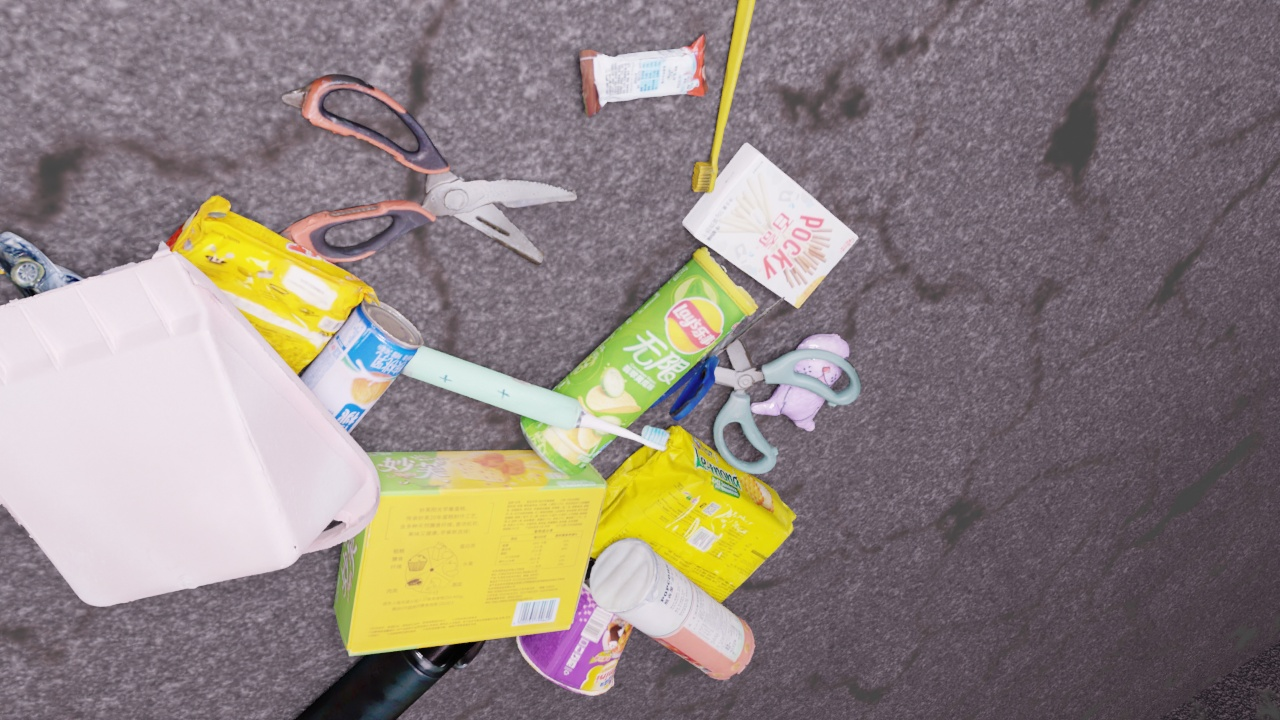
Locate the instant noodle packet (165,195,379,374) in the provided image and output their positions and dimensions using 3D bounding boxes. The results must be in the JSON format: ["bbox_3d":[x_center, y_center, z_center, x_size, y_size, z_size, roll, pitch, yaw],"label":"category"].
[{"bbox_3d":[-0.253,-0.042,0.604,0.111,0.044,0.128,-39,134,22],"label":"instant noodle packet"}]

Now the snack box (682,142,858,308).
[{"bbox_3d":[0.114,-0.112,0.788,0.156,0.027,0.085,27,108,-41],"label":"snack box"}]

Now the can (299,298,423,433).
[{"bbox_3d":[-0.221,0.021,0.672,0.135,0.053,0.053,-48,134,11],"label":"can"}]

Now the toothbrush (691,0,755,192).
[{"bbox_3d":[0.064,-0.213,0.684,0.016,0.015,0.190,-4,126,-21],"label":"toothbrush"}]

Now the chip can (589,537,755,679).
[{"bbox_3d":[0.038,0.249,0.902,0.071,0.071,0.214,-41,133,4],"label":"chip can"}]

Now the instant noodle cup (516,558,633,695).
[{"bbox_3d":[-0.056,0.264,0.936,0.111,0.111,0.099,20,103,-40],"label":"instant noodle cup"}]

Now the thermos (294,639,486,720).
[{"bbox_3d":[-0.253,0.331,0.887,0.242,0.068,0.090,-41,130,4],"label":"thermos"}]

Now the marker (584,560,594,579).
[{"bbox_3d":[-0.094,0.223,0.905,0.124,0.018,0.015,-26,161,21],"label":"marker"}]

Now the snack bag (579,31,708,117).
[{"bbox_3d":[0.005,-0.203,0.649,0.104,0.026,0.048,-16,125,-19],"label":"snack bag"}]

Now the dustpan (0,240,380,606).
[{"bbox_3d":[-0.308,0.053,0.619,0.223,0.138,0.273,-11,111,13],"label":"dustpan"}]

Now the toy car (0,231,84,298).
[{"bbox_3d":[-0.353,-0.041,0.553,0.034,0.043,0.091,-50,144,-27],"label":"toy car"}]

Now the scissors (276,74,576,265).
[{"bbox_3d":[-0.150,-0.117,0.633,0.226,0.015,0.189,-24,133,-14],"label":"scissors"}]

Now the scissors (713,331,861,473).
[{"bbox_3d":[0.137,0.033,0.885,0.181,0.019,0.170,-17,121,5],"label":"scissors"}]

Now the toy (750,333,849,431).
[{"bbox_3d":[0.165,0.018,0.913,0.083,0.039,0.108,15,117,-29],"label":"toy"}]

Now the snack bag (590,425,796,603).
[{"bbox_3d":[0.051,0.172,0.947,0.158,0.068,0.246,-46,133,9],"label":"snack bag"}]

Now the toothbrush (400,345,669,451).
[{"bbox_3d":[-0.081,0.033,0.723,0.224,0.026,0.027,20,91,-13],"label":"toothbrush"}]

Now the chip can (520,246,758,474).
[{"bbox_3d":[-0.005,0.005,0.776,0.221,0.072,0.072,-43,135,6],"label":"chip can"}]

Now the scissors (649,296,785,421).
[{"bbox_3d":[0.058,0.000,0.796,0.012,0.172,0.163,45,140,-9],"label":"scissors"}]

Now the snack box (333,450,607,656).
[{"bbox_3d":[-0.148,0.161,0.796,0.209,0.070,0.158,3,112,-31],"label":"snack box"}]
